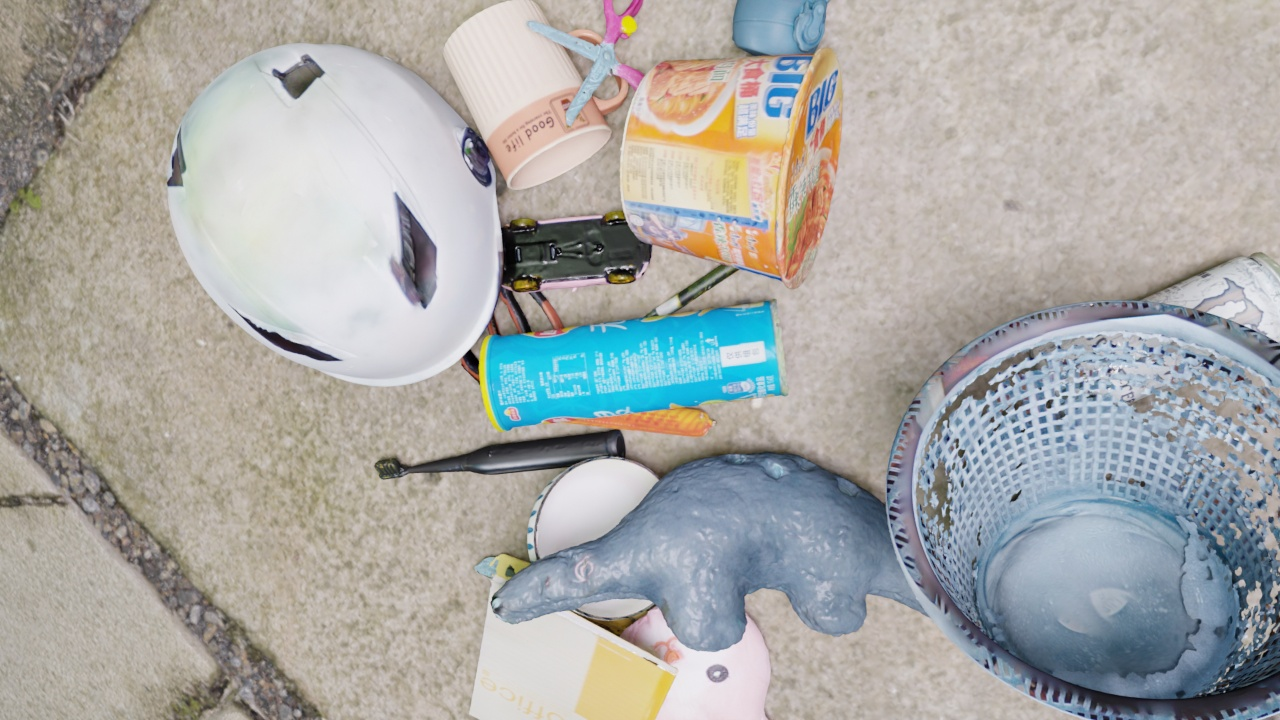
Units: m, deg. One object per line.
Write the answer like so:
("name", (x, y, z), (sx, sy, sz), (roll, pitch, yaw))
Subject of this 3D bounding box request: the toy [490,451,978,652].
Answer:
("toy", (0.077, 0.131, 0.634), (0.356, 0.091, 0.137), (1, 69, -8))

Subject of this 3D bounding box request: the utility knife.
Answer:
("utility knife", (-0.059, 0.190, 0.742), (0.163, 0.018, 0.031), (19, 100, 15))

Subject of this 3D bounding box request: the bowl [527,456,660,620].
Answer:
("bowl", (-0.032, 0.133, 0.686), (0.116, 0.066, 0.116), (5, 77, -21))

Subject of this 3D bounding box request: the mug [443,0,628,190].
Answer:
("mug", (-0.069, -0.196, 0.658), (0.114, 0.082, 0.106), (-28, 89, -10))

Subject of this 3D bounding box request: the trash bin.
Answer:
("trash bin", (0.268, 0.111, 0.529), (0.227, 0.195, 0.226), (-11, 56, 16))

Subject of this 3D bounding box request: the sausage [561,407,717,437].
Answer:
("sausage", (-0.024, 0.041, 0.699), (0.165, 0.021, 0.021), (6, 99, 8))

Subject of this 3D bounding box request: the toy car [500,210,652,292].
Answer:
("toy car", (-0.052, -0.080, 0.687), (0.122, 0.037, 0.056), (-4, 88, 4))

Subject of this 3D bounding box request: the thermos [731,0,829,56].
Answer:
("thermos", (0.112, -0.306, 0.597), (0.070, 0.070, 0.220), (15, 101, 12))

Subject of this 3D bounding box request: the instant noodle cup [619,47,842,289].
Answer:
("instant noodle cup", (0.060, -0.129, 0.600), (0.111, 0.151, 0.151), (12, 101, 21))

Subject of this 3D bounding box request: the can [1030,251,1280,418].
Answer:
("can", (0.331, -0.012, 0.586), (0.147, 0.058, 0.058), (-26, 91, 17))

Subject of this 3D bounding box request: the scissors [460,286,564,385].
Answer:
("scissors", (-0.135, -0.068, 0.721), (0.206, 0.015, 0.194), (27, 104, 10))

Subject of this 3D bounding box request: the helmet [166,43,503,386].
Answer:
("helmet", (-0.225, -0.108, 0.641), (0.229, 0.145, 0.258), (-31, 79, 12))

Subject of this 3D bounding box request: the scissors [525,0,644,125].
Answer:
("scissors", (-0.017, -0.209, 0.639), (0.135, 0.017, 0.133), (36, 65, -24))

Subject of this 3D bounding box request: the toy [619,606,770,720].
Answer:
("toy", (0.049, 0.257, 0.703), (0.121, 0.054, 0.159), (-25, 98, 8))

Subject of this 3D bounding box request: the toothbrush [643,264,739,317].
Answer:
("toothbrush", (0.027, -0.041, 0.682), (0.186, 0.017, 0.012), (-33, 121, 16))

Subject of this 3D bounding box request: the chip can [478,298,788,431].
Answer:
("chip can", (-0.004, 0.004, 0.655), (0.210, 0.071, 0.071), (-7, 96, 7))

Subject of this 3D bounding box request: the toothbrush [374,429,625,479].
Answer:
("toothbrush", (-0.116, 0.078, 0.732), (0.213, 0.026, 0.027), (-7, 136, 16))

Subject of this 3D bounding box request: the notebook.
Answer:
("notebook", (-0.060, 0.253, 0.700), (0.146, 0.010, 0.207), (25, 133, 9))
